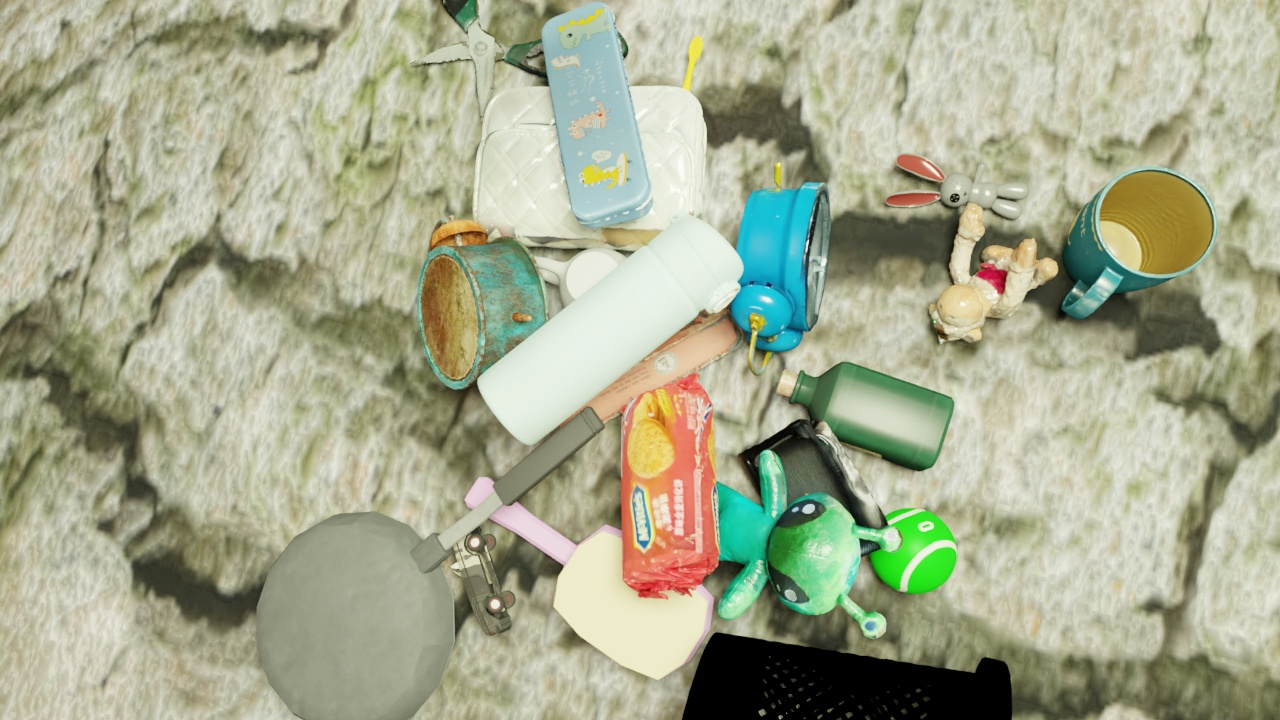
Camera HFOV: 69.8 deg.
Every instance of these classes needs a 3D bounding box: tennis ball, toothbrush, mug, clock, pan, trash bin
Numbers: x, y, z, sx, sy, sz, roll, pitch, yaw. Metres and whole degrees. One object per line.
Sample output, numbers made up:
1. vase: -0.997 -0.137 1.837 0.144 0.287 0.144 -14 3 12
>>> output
1. tennis ball: 0.209 0.146 0.707 0.065 0.065 0.065 -1 81 5
2. toothbrush: 0.035 -0.218 0.805 0.021 0.016 0.135 14 88 6
3. mug: -0.048 -0.063 0.752 0.107 0.089 0.071 23 84 8
4. clock: -0.133 -0.050 0.749 0.073 0.122 0.157 -10 49 -37
5. mug: 0.365 -0.081 0.706 0.084 0.104 0.112 36 89 9
6. pan: -0.169 0.154 0.720 0.358 0.041 0.178 -40 72 10
7. trash bin: 0.135 0.283 0.644 0.200 0.195 0.195 11 83 17
8. clock: 0.111 -0.066 0.725 0.060 0.117 0.161 9 78 18

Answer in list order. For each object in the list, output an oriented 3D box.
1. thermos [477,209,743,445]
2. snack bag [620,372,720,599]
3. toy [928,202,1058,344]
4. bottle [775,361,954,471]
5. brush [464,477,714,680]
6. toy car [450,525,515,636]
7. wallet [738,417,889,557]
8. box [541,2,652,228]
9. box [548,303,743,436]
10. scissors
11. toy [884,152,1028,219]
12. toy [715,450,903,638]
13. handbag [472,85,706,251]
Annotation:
1. thermos: -0.020 -0.024 0.673 0.207 0.065 0.078 -38 73 2
2. snack bag: 0.022 0.099 0.705 0.082 0.082 0.176 -3 60 5
3. toy: 0.268 -0.060 0.737 0.106 0.074 0.085 -55 47 16
4. bottle: 0.173 0.038 0.729 0.131 0.061 0.061 19 81 8
5. brush: -0.049 0.166 0.742 0.229 0.043 0.089 33 86 9
6. toy car: -0.131 0.179 0.749 0.037 0.040 0.092 -21 80 4
7. wallet: 0.135 0.106 0.716 0.026 0.089 0.115 -21 78 -41
8. box: -0.037 -0.198 0.719 0.066 0.037 0.209 -14 62 6
9. box: -0.005 0.003 0.759 0.187 0.085 0.048 -30 52 3
10. scissors: -0.113 -0.315 0.835 0.202 0.015 0.201 -4 81 3
11. toy: 0.263 -0.142 0.762 0.112 0.030 0.049 11 111 5
12. toy: 0.104 0.138 0.692 0.194 0.072 0.130 10 81 46
13. handbag: -0.043 -0.160 0.768 0.195 0.072 0.138 3 84 12
